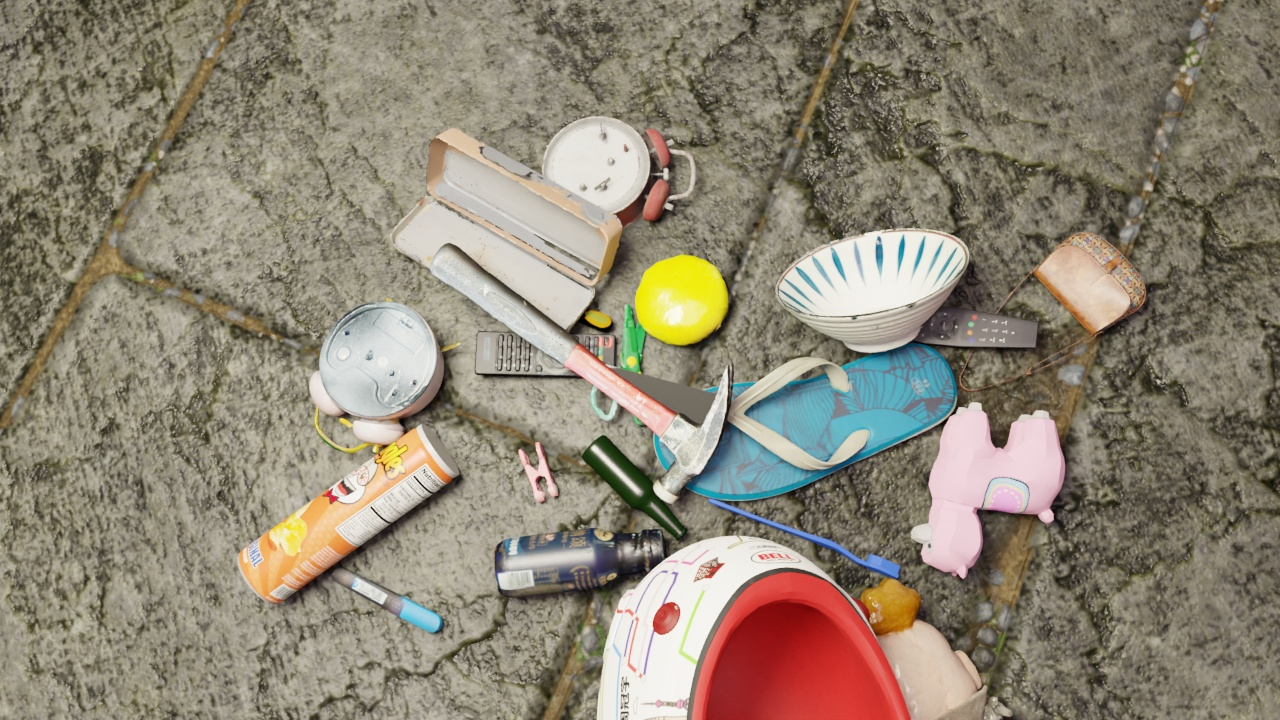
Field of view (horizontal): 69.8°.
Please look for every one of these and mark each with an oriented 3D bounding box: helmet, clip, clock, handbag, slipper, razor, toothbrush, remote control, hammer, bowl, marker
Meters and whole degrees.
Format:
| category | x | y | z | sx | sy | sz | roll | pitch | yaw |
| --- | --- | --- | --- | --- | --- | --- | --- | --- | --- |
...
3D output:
| category | x | y | z | sx | sy | sz | roll | pitch | yaw |
| --- | --- | --- | --- | --- | --- | --- | --- | --- | --- |
| helmet | 0.081 | 0.300 | 0.726 | 0.230 | 0.237 | 0.314 | 4 | 60 | -21 |
| clip | -0.094 | 0.107 | 0.899 | 0.039 | 0.023 | 0.059 | -17 | 82 | -2 |
| clock | -0.023 | -0.192 | 0.939 | 0.157 | 0.062 | 0.109 | 0 | 77 | 5 |
| handbag | 0.385 | -0.039 | 0.881 | 0.196 | 0.043 | 0.093 | -38 | 75 | 0 |
| slipper | 0.158 | 0.056 | 0.868 | 0.295 | 0.060 | 0.118 | -17 | 80 | 2 |
| razor | -0.094 | -0.061 | 0.936 | 0.144 | 0.021 | 0.044 | 22 | 64 | 11 |
| toothbrush | 0.153 | 0.163 | 0.862 | 0.187 | 0.016 | 0.011 | 21 | 72 | 7 |
| remote control | 0.315 | -0.030 | 0.884 | 0.125 | 0.010 | 0.039 | 7 | 80 | 19 |
| clock | -0.263 | 0.020 | 0.914 | 0.117 | 0.059 | 0.157 | 32 | 82 | 12 |
| hammer | -0.059 | -0.014 | 0.865 | 0.326 | 0.036 | 0.141 | 36 | 105 | 7 |
| bowl | 0.221 | -0.056 | 0.865 | 0.177 | 0.177 | 0.071 | -19 | 116 | 0 |
| marker | -0.245 | 0.230 | 0.887 | 0.123 | 0.015 | 0.018 | 23 | 83 | 12 |
| remote control | -0.095 | -0.005 | 0.925 | 0.140 | 0.021 | 0.045 | 1 | 79 | 1 |

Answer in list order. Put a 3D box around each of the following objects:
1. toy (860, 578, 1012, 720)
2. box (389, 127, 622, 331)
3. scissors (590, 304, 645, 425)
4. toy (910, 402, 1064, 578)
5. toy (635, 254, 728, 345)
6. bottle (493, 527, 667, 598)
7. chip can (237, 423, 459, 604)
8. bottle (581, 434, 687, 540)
| category | x | y | z | sx | sy | sz | roll | pitch | yaw |
| --- | --- | --- | --- | --- | --- | --- | --- | --- | --- |
| toy | 0.237 | 0.279 | 0.800 | 0.132 | 0.076 | 0.175 | -11 | 75 | -26 |
| box | -0.139 | -0.125 | 0.911 | 0.217 | 0.121 | 0.094 | 30 | 40 | 11 |
| scissors | -0.020 | 0.001 | 0.912 | 0.078 | 0.013 | 0.132 | -1 | 75 | -13 |
| toy | 0.315 | 0.120 | 0.836 | 0.123 | 0.067 | 0.157 | 8 | 82 | 6 |
| toy | 0.041 | -0.060 | 0.914 | 0.094 | 0.041 | 0.095 | 43 | 82 | 14 |
| bottle | -0.056 | 0.186 | 0.858 | 0.161 | 0.056 | 0.056 | -7 | 76 | 3 |
| chip can | -0.279 | 0.147 | 0.884 | 0.210 | 0.062 | 0.062 | -36 | 77 | -3 |
| bottle | -0.003 | 0.124 | 0.880 | 0.123 | 0.033 | 0.033 | 44 | 84 | 12 |
